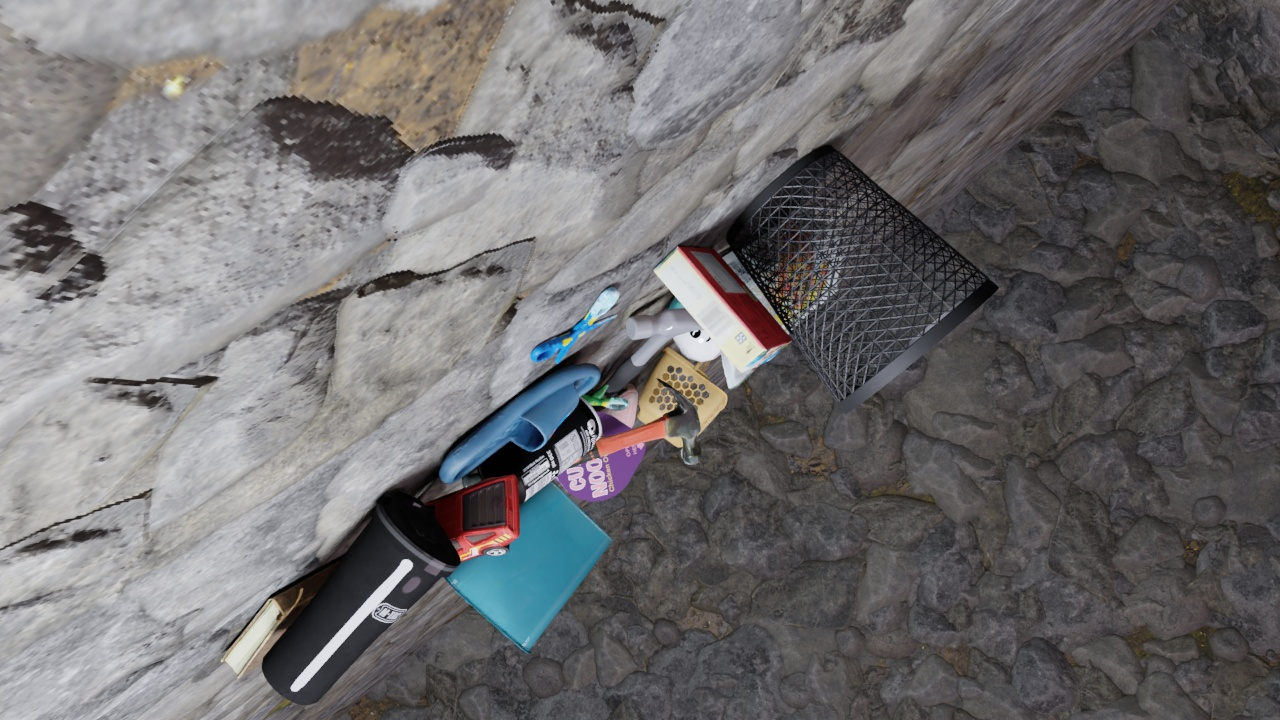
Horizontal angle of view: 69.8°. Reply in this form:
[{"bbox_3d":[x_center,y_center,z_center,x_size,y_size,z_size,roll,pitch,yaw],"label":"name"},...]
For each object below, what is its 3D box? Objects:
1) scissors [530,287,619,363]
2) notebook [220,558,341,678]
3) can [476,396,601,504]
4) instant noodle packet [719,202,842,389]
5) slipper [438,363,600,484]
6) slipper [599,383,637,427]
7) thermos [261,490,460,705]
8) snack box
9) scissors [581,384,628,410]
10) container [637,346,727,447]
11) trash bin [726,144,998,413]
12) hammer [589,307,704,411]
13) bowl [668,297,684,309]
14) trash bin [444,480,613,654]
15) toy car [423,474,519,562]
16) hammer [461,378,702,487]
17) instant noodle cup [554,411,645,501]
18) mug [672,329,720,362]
[{"bbox_3d":[-0.061,-0.032,0.917,0.125,0.013,0.130,-28,168,-50],"label":"scissors"},{"bbox_3d":[-0.362,0.267,1.069,0.191,0.034,0.214,-47,169,31],"label":"notebook"},{"bbox_3d":[-0.121,0.105,1.110,0.145,0.080,0.080,-36,171,-36],"label":"can"},{"bbox_3d":[0.169,-0.092,1.169,0.057,0.147,0.268,-7,-156,46],"label":"instant noodle packet"},{"bbox_3d":[-0.128,0.076,1.020,0.213,0.059,0.104,-35,173,-21],"label":"slipper"},{"bbox_3d":[-0.055,0.107,1.502,0.106,0.055,0.222,-35,160,-34],"label":"slipper"},{"bbox_3d":[-0.291,0.249,0.950,0.218,0.106,0.106,-49,172,-1],"label":"thermos"},{"bbox_3d":[0.093,-0.059,0.995,0.040,0.142,0.144,-43,171,18],"label":"snack box"},{"bbox_3d":[-0.054,0.054,1.237,0.116,0.012,0.130,-1,160,-21],"label":"scissors"},{"bbox_3d":[0.081,0.044,1.502,0.167,0.129,0.183,-53,173,-11],"label":"container"},{"bbox_3d":[0.239,-0.101,1.056,0.217,0.243,0.217,-39,171,-7],"label":"trash bin"},{"bbox_3d":[-0.007,0.007,1.200,0.124,0.029,0.312,-9,162,-27],"label":"hammer"},{"bbox_3d":[0.094,-0.073,1.175,0.121,0.046,0.121,-35,160,-15],"label":"bowl"},{"bbox_3d":[-0.182,0.306,1.475,0.218,0.199,0.197,-46,-162,-9],"label":"trash bin"},{"bbox_3d":[-0.212,0.190,1.040,0.190,0.081,0.056,-24,145,27],"label":"toy car"},{"bbox_3d":[-0.073,0.122,1.214,0.332,0.133,0.033,-17,-153,-19],"label":"hammer"},{"bbox_3d":[-0.078,0.134,1.308,0.136,0.122,0.122,-13,-179,-23],"label":"instant noodle cup"},{"bbox_3d":[0.104,-0.053,1.294,0.124,0.076,0.090,-40,172,-1],"label":"mug"}]
